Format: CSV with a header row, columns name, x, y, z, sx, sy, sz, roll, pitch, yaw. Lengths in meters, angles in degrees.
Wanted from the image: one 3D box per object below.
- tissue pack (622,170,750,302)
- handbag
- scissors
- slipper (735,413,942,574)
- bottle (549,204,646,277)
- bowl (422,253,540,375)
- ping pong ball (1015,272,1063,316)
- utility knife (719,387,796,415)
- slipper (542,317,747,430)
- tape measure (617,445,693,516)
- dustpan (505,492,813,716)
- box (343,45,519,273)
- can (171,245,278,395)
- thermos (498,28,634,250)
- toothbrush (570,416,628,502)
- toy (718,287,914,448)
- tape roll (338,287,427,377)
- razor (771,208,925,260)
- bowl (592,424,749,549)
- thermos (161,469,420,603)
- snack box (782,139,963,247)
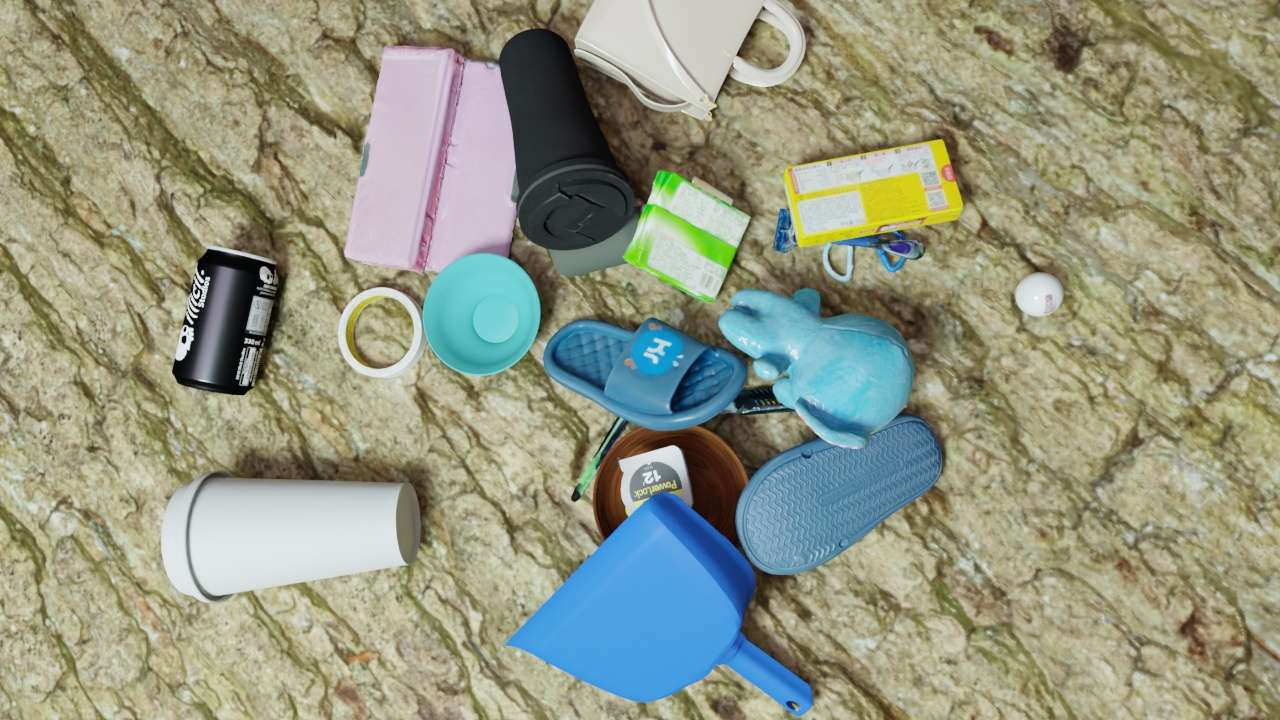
name,x,y,z,sx,sy,sz,roll,pitch,yaw
tissue pack,0.047,-0.117,0.871,0.114,0.034,0.099,24,91,-31
handbag,0.064,-0.329,0.889,0.198,0.101,0.194,29,92,-1
scissors,0.199,-0.136,0.885,0.097,0.020,0.132,-26,83,5
slipper,0.177,0.113,0.833,0.213,0.059,0.104,-26,94,-14
bottle,-0.033,-0.121,0.902,0.108,0.060,0.060,-13,84,10
bowl,-0.153,-0.044,0.927,0.121,0.046,0.121,-1,86,11
ping pong ball,0.362,-0.060,0.832,0.040,0.040,0.040,-1,86,11
utility knife,0.155,0.035,0.877,0.186,0.020,0.028,-5,64,12
slipper,-0.005,0.005,0.857,0.214,0.059,0.103,15,58,30
tape measure,0.013,0.112,0.828,0.064,0.016,0.065,-17,83,8
dustpan,0.046,0.255,0.828,0.257,0.059,0.246,37,123,-4
box,-0.207,-0.204,0.948,0.180,0.050,0.232,9,88,10
can,-0.434,-0.041,0.963,0.080,0.080,0.146,12,89,11
thermos,-0.080,-0.212,0.865,0.106,0.106,0.218,-21,61,9
toothbrush,-0.019,0.061,0.914,0.014,0.017,0.188,33,96,15
toy,0.153,0.004,0.823,0.181,0.182,0.115,25,136,11
tape roll,-0.270,-0.029,0.962,0.094,0.019,0.094,-1,86,11
razor,0.197,-0.115,0.867,0.141,0.018,0.044,10,89,12
bowl,0.033,0.131,0.868,0.147,0.069,0.147,-1,86,10
thermos,-0.341,0.170,0.917,0.222,0.131,0.131,-4,85,3
snack box,0.215,-0.156,0.856,0.152,0.025,0.075,-10,70,2
